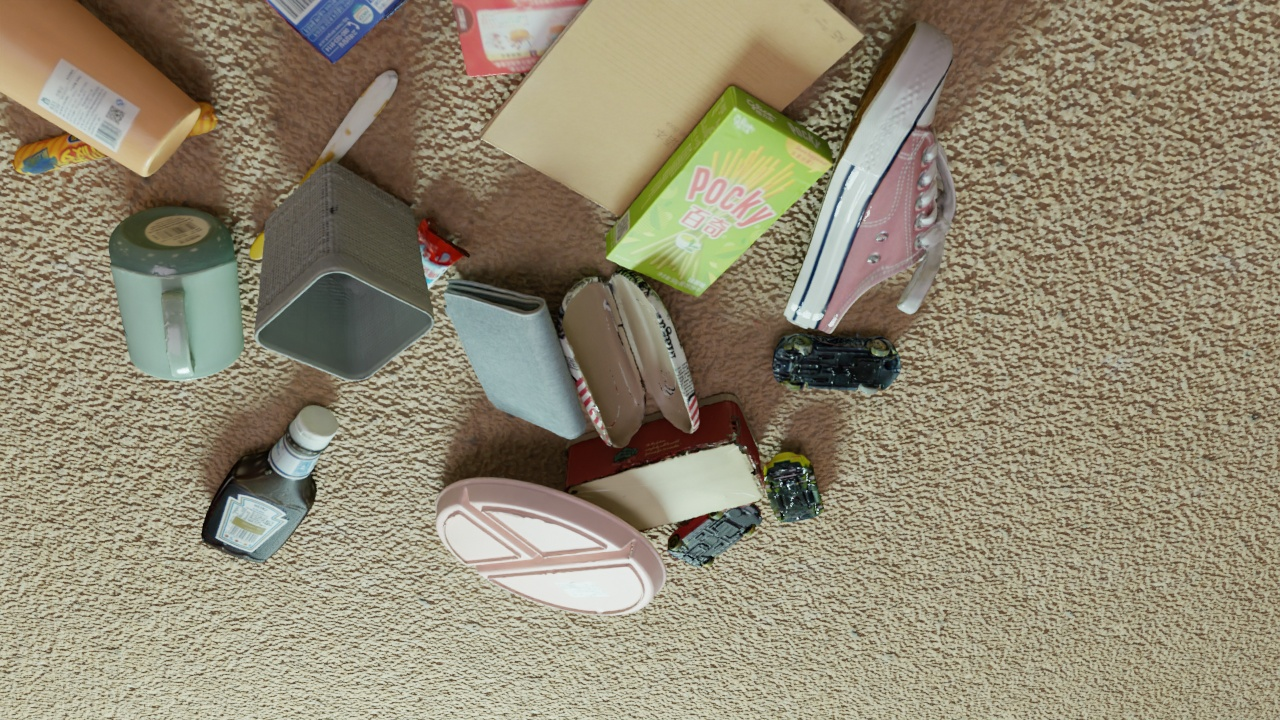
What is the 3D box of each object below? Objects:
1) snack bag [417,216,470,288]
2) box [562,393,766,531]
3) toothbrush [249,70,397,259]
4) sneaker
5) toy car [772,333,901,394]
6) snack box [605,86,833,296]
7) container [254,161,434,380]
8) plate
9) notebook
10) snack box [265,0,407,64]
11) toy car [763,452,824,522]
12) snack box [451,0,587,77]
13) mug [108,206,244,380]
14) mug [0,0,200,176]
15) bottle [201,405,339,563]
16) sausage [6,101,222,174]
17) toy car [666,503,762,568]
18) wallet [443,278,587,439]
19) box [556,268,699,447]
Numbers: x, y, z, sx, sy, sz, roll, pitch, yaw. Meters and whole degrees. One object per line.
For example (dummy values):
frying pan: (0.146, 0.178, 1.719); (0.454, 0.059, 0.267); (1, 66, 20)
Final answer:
snack bag: (-0.174, -0.066, 0.704); (0.045, 0.026, 0.106); (32, 124, -27)
box: (0.022, 0.104, 0.815); (0.168, 0.078, 0.091); (-17, 128, 14)
toothbrush: (-0.228, -0.137, 0.653); (0.016, 0.018, 0.192); (33, 120, -28)
sneaker: (0.170, -0.107, 0.623); (0.088, 0.118, 0.242); (19, 135, 6)
toy car: (0.162, 0.000, 0.759); (0.105, 0.031, 0.049); (4, 131, -2)
snack box: (0.051, -0.112, 0.647); (0.085, 0.026, 0.157); (21, 135, -27)
container: (-0.207, -0.064, 0.638); (0.090, 0.114, 0.090); (-33, 141, 23)
plate: (-0.089, 0.182, 0.861); (0.229, 0.028, 0.230); (12, 144, 9)
notebook: (0.016, -0.178, 0.592); (0.149, 0.012, 0.212); (26, 133, -31)
snack box: (-0.124, -0.260, 0.521); (0.208, 0.058, 0.057); (-32, 123, 24)
toy car: (0.142, 0.119, 0.860); (0.048, 0.032, 0.105); (-13, 140, 10)
snack box: (-0.040, -0.224, 0.573); (0.153, 0.025, 0.075); (-4, 131, 3)
mug: (-0.335, -0.043, 0.666); (0.082, 0.111, 0.107); (-4, 130, -22)
mug: (-0.344, -0.175, 0.567); (0.122, 0.078, 0.078); (37, 121, -20)
bottle: (-0.335, 0.113, 0.842); (0.080, 0.044, 0.195); (29, 123, -23)
sausage: (-0.363, -0.153, 0.632); (0.165, 0.021, 0.021); (-11, 129, 9)
toy car: (0.073, 0.165, 0.896); (0.049, 0.031, 0.107); (29, 127, -24)
wallet: (-0.098, -0.005, 0.729); (0.107, 0.036, 0.130); (18, 140, 33)
box: (-0.003, 0.004, 0.732); (0.087, 0.075, 0.162); (8, 134, 32)
